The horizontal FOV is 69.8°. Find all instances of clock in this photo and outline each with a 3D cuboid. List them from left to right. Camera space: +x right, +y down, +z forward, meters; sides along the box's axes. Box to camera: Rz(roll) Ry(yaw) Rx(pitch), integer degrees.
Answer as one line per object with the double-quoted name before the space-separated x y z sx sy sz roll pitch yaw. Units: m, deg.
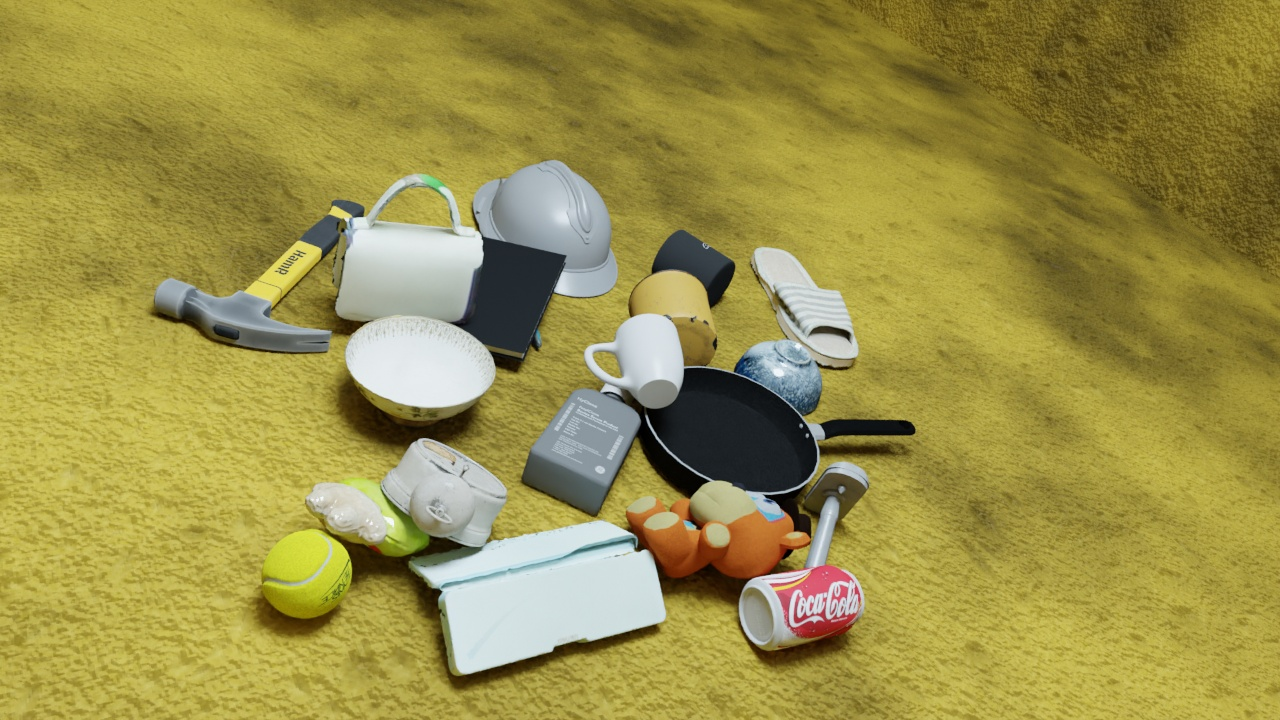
"clock" -0.161 0.110 0.773 0.103 0.061 0.157 33 0 -9

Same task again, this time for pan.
"pan" 0.164 0.087 1.048 0.355 0.044 0.204 2 39 -25

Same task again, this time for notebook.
"notebook" -0.184 -0.083 1.092 0.149 0.016 0.206 13 39 2

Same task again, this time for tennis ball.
"tennis ball" -0.256 0.164 0.706 0.065 0.066 0.065 14 35 -10

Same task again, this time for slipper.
"slipper" 0.235 -0.089 1.324 0.114 0.054 0.272 10 35 -24

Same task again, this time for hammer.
"hammer" -0.388 -0.111 1.048 0.170 0.034 0.323 20 33 -4

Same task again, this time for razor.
"razor" 0.188 0.173 0.933 0.047 0.088 0.116 23 54 4

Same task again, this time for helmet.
"helmet" -0.116 -0.211 1.241 0.183 0.118 0.271 -8 48 -35

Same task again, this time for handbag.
"handbag" -0.241 -0.126 0.969 0.151 0.176 0.074 0 44 -24

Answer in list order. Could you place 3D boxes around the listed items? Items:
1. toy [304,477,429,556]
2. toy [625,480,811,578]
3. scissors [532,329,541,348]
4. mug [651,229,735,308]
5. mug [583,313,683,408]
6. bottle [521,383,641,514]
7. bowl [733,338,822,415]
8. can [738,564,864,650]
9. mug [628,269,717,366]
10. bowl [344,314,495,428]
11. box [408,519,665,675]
"toy" -0.228 0.129 0.756 0.092 0.043 0.117 37 1 21
"toy" 0.077 0.162 0.860 0.176 0.096 0.112 14 1 -18
"scissors" -0.157 -0.059 1.103 0.124 0.019 0.155 29 36 11
"mug" 0.080 -0.123 1.274 0.088 0.078 0.113 35 11 20
"mug" -0.006 0.006 0.984 0.107 0.071 0.089 -1 42 -9
"bottle" -0.048 0.076 0.950 0.084 0.046 0.173 24 35 5
"bowl" 0.180 0.010 1.148 0.114 0.061 0.114 13 34 -10
"can" 0.147 0.223 0.835 0.104 0.064 0.064 -2 41 -30
"mug" 0.029 -0.038 1.113 0.124 0.100 0.094 -22 39 11
"bowl" -0.223 0.022 0.919 0.145 0.063 0.145 13 35 -10
"box" -0.085 0.193 0.782 0.197 0.074 0.126 -4 23 -33
